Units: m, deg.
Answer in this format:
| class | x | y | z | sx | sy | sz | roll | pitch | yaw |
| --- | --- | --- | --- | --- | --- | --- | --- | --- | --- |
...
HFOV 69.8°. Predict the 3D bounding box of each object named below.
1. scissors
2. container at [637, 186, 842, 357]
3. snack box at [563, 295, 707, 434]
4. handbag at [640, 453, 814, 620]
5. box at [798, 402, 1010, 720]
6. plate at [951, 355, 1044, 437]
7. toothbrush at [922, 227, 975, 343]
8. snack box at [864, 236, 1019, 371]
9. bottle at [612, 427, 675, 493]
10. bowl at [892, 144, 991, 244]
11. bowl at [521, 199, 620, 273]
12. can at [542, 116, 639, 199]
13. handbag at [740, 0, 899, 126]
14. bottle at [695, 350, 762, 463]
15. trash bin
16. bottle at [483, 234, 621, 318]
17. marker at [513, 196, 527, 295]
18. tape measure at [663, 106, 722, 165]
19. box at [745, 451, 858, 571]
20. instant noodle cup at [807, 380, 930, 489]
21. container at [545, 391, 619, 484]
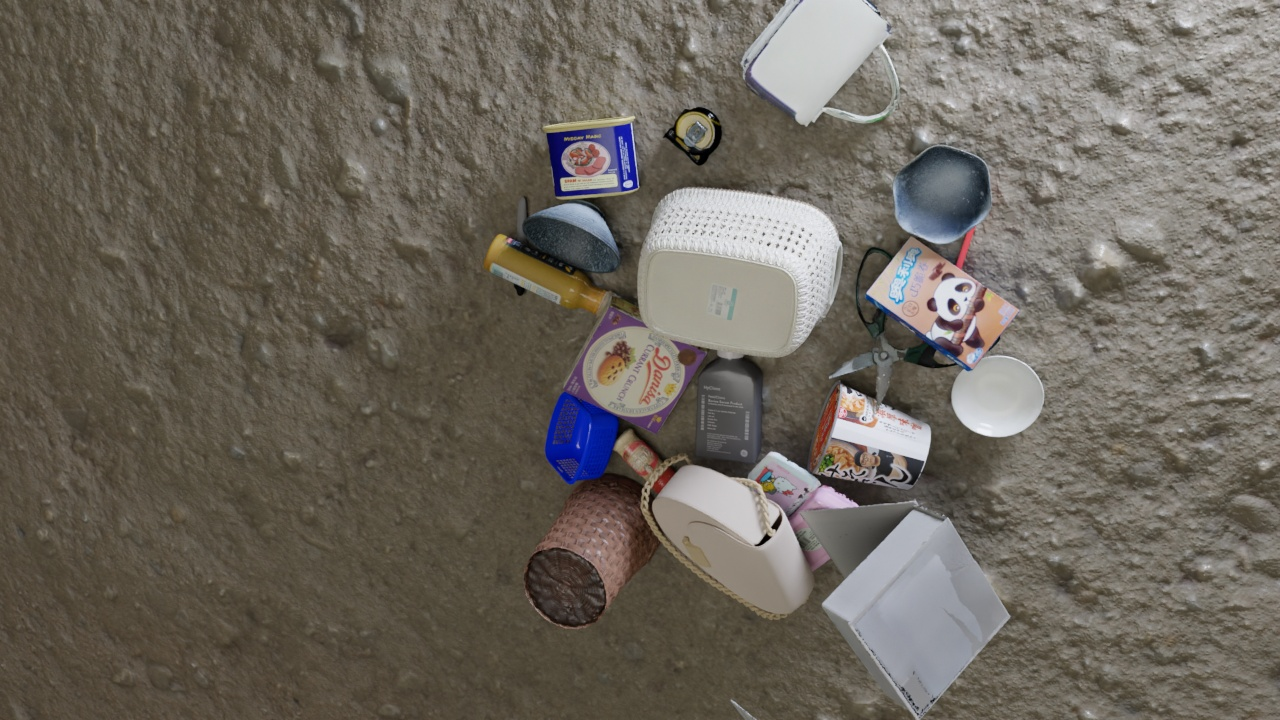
| class | x | y | z | sx | sy | sz | roll | pitch | yaw |
| --- | --- | --- | --- | --- | --- | --- | --- | --- | --- |
| scissors | 0.311 | -0.049 | 1.108 | 0.202 | 0.015 | 0.202 | -21 | 82 | 9 |
| container | 0.112 | -0.102 | 1.119 | 0.246 | 0.142 | 0.185 | 10 | 124 | 16 |
| snack box | -0.007 | 0.007 | 1.230 | 0.148 | 0.040 | 0.144 | 25 | 115 | -10 |
| handbag | 0.121 | 0.228 | 1.207 | 0.209 | 0.103 | 0.211 | 17 | 146 | 43 |
| box | 0.289 | 0.219 | 1.148 | 0.174 | 0.421 | 0.167 | -32 | 111 | 8 |
| plate | 0.434 | 0.041 | 1.119 | 0.104 | 0.026 | 0.104 | 6 | 108 | 17 |
| toothbrush | 0.374 | -0.109 | 1.098 | 0.018 | 0.012 | 0.213 | 19 | 113 | 16 |
| snack box | 0.351 | -0.066 | 1.076 | 0.151 | 0.034 | 0.087 | 38 | 92 | 13 |
| bottle | 0.009 | 0.145 | 1.292 | 0.109 | 0.044 | 0.044 | 45 | 115 | 1 |
| bowl | 0.346 | -0.194 | 1.056 | 0.110 | 0.055 | 0.110 | 6 | 110 | 17 |
| bowl | -0.081 | -0.172 | 1.198 | 0.137 | 0.137 | 0.057 | 17 | 73 | 13 |
| can | -0.061 | -0.258 | 1.174 | 0.116 | 0.056 | 0.092 | -1 | 108 | 19 |
| handbag | 0.222 | -0.340 | 1.053 | 0.176 | 0.073 | 0.152 | 33 | 118 | -15 |
| bottle | 0.119 | 0.046 | 1.218 | 0.084 | 0.046 | 0.174 | 6 | 109 | 17 |
| trash bin | -0.068 | 0.267 | 1.266 | 0.151 | 0.209 | 0.151 | 6 | 110 | 18 |
| bottle | -0.117 | -0.108 | 1.236 | 0.186 | 0.053 | 0.053 | 25 | 114 | -1 |
| marker | -0.166 | -0.157 | 1.267 | 0.022 | 0.016 | 0.139 | 18 | 114 | 38 |
| tape measure | 0.069 | -0.281 | 1.133 | 0.061 | 0.034 | 0.061 | 39 | 113 | 2 |
| box | 0.196 | 0.205 | 1.200 | 0.152 | 0.037 | 0.202 | 30 | 146 | 4 |
| instant noodle cup | 0.287 | 0.102 | 1.147 | 0.122 | 0.123 | 0.124 | 17 | 112 | 3 |
| container | -0.080 | 0.107 | 1.284 | 0.096 | 0.058 | 0.114 | 41 | 122 | 44 |
